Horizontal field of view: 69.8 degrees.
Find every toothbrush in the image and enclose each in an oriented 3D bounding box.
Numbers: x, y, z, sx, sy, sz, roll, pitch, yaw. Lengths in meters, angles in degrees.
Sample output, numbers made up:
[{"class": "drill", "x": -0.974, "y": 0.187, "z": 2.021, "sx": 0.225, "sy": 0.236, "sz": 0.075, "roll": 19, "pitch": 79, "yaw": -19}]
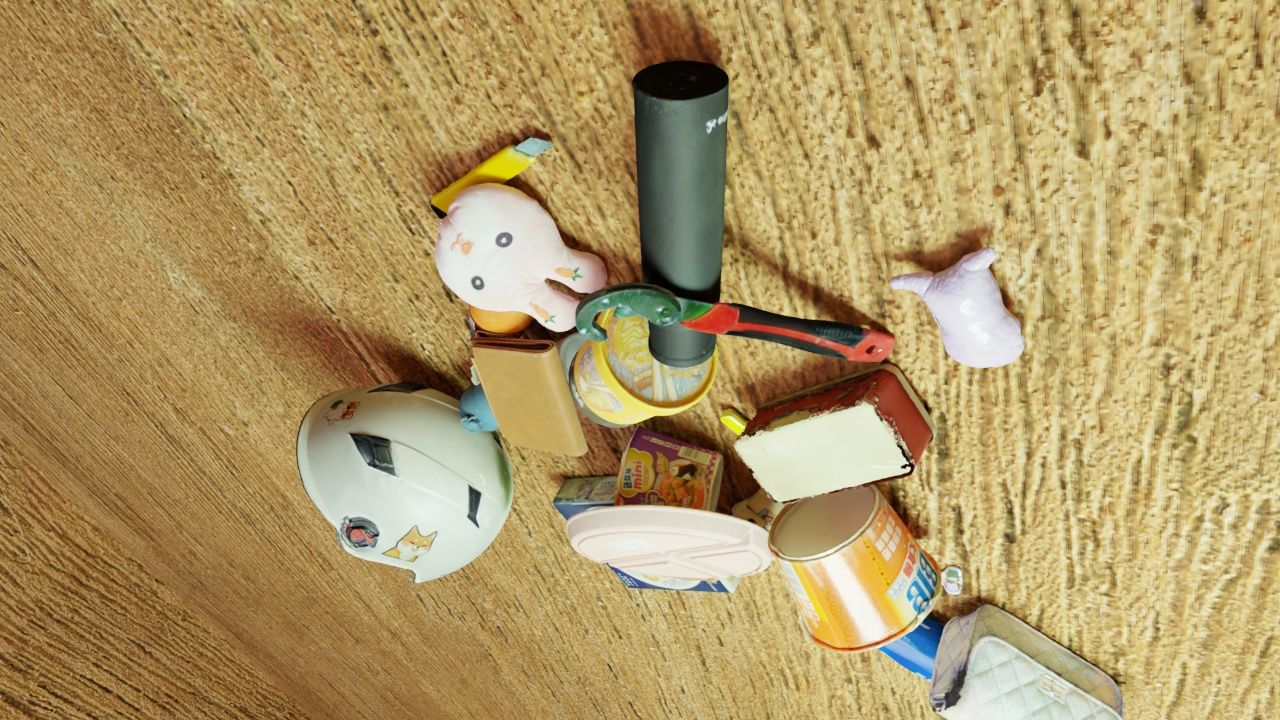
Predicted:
[{"class": "toothbrush", "x": 0.256, "y": 0.229, "z": 1.008, "sx": 0.190, "sy": 0.029, "sz": 0.021, "roll": 0, "pitch": 171, "yaw": 36}]

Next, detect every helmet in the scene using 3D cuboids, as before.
[{"class": "helmet", "x": -0.253, "y": 0.129, "z": 1.097, "sx": 0.157, "sy": 0.229, "sz": 0.274, "roll": -23, "pitch": 126, "yaw": 26}]

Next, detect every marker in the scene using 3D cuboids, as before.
[{"class": "marker", "x": 0.131, "y": 0.090, "z": 0.941, "sx": 0.124, "sy": 0.015, "sz": 0.018, "roll": 38, "pitch": 143, "yaw": -14}]

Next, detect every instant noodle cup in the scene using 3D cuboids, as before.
[{"class": "instant noodle cup", "x": 0.034, "y": 0.132, "z": 0.985, "sx": 0.099, "sy": 0.111, "sz": 0.112, "roll": 11, "pitch": 140, "yaw": 11}, {"class": "instant noodle cup", "x": -0.005, "y": 0.005, "z": 0.860, "sx": 0.118, "sy": 0.118, "sz": 0.115, "roll": 38, "pitch": 151, "yaw": -9}, {"class": "instant noodle cup", "x": 0.204, "y": 0.195, "z": 0.909, "sx": 0.152, "sy": 0.151, "sz": 0.111, "roll": -15, "pitch": 116, "yaw": 44}]

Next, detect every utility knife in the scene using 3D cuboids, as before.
[{"class": "utility knife", "x": -0.138, "y": -0.166, "z": 0.832, "sx": 0.033, "sy": 0.015, "sz": 0.181, "roll": 29, "pitch": 148, "yaw": -35}]

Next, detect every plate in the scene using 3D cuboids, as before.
[{"class": "plate", "x": 0.032, "y": 0.201, "z": 0.984, "sx": 0.229, "sy": 0.028, "sz": 0.230, "roll": 6, "pitch": 155, "yaw": 3}]

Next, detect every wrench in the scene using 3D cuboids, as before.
[{"class": "wrench", "x": 0.082, "y": -0.026, "z": 0.738, "sx": 0.273, "sy": 0.016, "sz": 0.056, "roll": 6, "pitch": 132, "yaw": -15}]

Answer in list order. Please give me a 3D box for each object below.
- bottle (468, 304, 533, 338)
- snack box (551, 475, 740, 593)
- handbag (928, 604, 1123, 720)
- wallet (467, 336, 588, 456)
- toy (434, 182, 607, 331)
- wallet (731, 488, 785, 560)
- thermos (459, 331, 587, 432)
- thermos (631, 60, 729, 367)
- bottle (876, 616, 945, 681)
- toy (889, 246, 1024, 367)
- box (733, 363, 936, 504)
[{"class": "bottle", "x": -0.150, "y": -0.037, "z": 0.955, "sx": 0.067, "sy": 0.066, "sz": 0.150, "roll": 32, "pitch": 150, "yaw": -1}, {"class": "snack box", "x": 0.008, "y": 0.217, "z": 1.142, "sx": 0.183, "sy": 0.045, "sz": 0.178, "roll": -10, "pitch": 128, "yaw": 42}, {"class": "handbag", "x": 0.402, "y": 0.350, "z": 0.950, "sx": 0.194, "sy": 0.133, "sz": 0.076, "roll": 30, "pitch": 144, "yaw": 0}, {"class": "wallet", "x": -0.114, "y": 0.036, "z": 0.925, "sx": 0.108, "sy": 0.031, "sz": 0.132, "roll": 5, "pitch": 127, "yaw": 29}, {"class": "toy", "x": -0.111, "y": -0.092, "z": 0.849, "sx": 0.159, "sy": 0.054, "sz": 0.121, "roll": 27, "pitch": 117, "yaw": -15}, {"class": "wallet", "x": 0.145, "y": 0.182, "z": 1.029, "sx": 0.087, "sy": 0.024, "sz": 0.115, "roll": 29, "pitch": 145, "yaw": -5}, {"class": "thermos", "x": -0.124, "y": 0.031, "z": 1.002, "sx": 0.070, "sy": 0.070, "sz": 0.221, "roll": 46, "pitch": 140, "yaw": -19}, {"class": "thermos", "x": 0.035, "y": -0.112, "z": 0.726, "sx": 0.068, "sy": 0.089, "sz": 0.243, "roll": 13, "pitch": 134, "yaw": 16}, {"class": "bottle", "x": 0.309, "y": 0.317, "z": 1.031, "sx": 0.219, "sy": 0.065, "sz": 0.065, "roll": 28, "pitch": 143, "yaw": 5}, {"class": "toy", "x": 0.248, "y": -0.033, "z": 0.697, "sx": 0.084, "sy": 0.038, "sz": 0.108, "roll": -13, "pitch": 128, "yaw": 43}, {"class": "box", "x": 0.168, "y": 0.073, "z": 0.833, "sx": 0.169, "sy": 0.075, "sz": 0.091, "roll": -24, "pitch": 106, "yaw": 47}]
